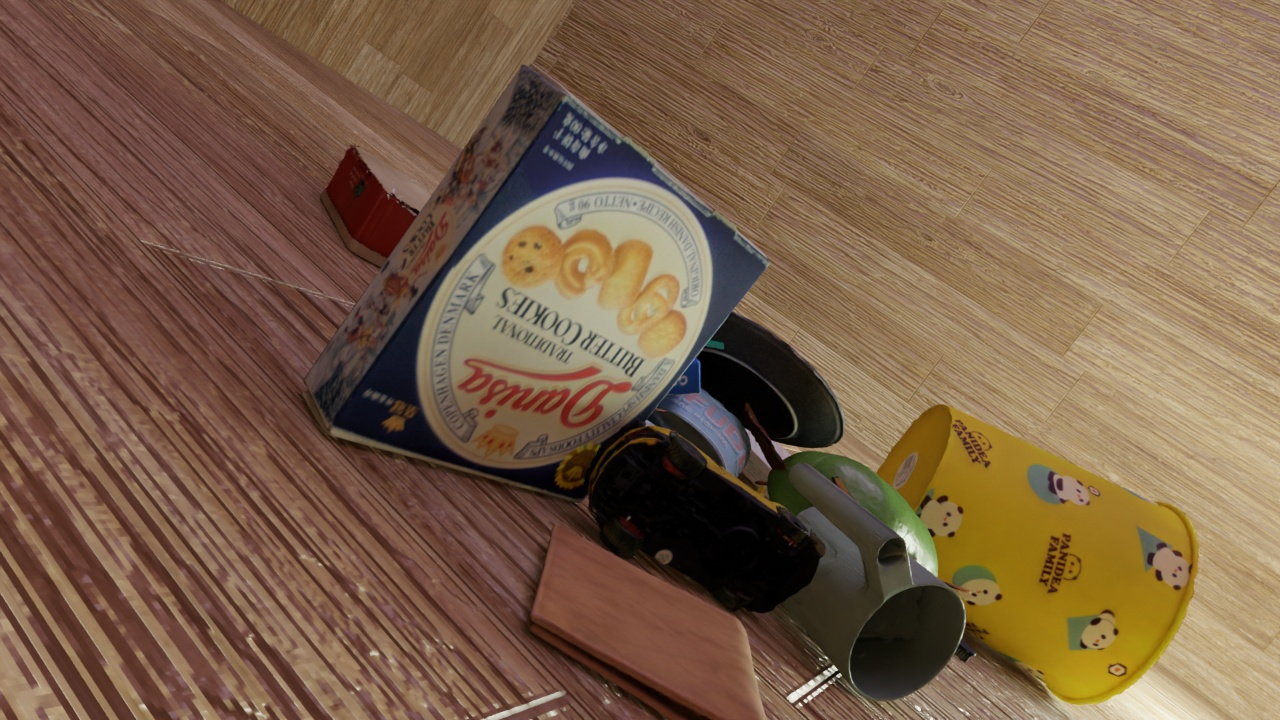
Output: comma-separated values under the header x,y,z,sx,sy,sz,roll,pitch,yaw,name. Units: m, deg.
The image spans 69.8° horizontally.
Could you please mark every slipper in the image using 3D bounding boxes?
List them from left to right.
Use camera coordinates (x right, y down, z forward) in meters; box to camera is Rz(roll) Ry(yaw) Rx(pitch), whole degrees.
x,y,z,sx,sy,sz,roll,pitch,yaw,name
0.044,0.063,0.746,0.104,0.074,0.245,38,6,11,slipper

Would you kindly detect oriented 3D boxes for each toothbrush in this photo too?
x,y,z,sx,sy,sz,roll,pitch,yaw,name
0.224,0.213,0.850,0.189,0.016,0.014,36,16,25,toothbrush

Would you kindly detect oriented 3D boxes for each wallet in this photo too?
x,y,z,sx,sy,sz,roll,pitch,yaw,name
0.004,0.121,0.407,0.115,0.020,0.101,32,8,-5,wallet

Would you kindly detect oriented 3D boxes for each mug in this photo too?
x,y,z,sx,sy,sz,roll,pitch,yaw,name
0.134,0.132,0.574,0.103,0.083,0.124,43,-27,60,mug

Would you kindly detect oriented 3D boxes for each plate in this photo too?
x,y,z,sx,sy,sz,roll,pitch,yaw,name
0.091,0.023,0.789,0.179,0.024,0.180,34,-21,15,plate

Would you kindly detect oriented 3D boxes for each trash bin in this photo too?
x,y,z,sx,sy,sz,roll,pitch,yaw,name
0.376,0.186,0.945,0.255,0.230,0.229,29,7,1,trash bin

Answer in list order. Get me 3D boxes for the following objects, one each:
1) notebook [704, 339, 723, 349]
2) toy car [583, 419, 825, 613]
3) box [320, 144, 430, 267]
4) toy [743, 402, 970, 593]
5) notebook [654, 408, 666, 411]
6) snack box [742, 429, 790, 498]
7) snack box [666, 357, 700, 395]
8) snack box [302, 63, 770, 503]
x,y,z,sx,sy,sz,roll,pitch,yaw,name
-0.061,-0.033,0.700,0.208,0.012,0.150,9,2,-35,notebook
0.037,0.094,0.527,0.156,0.071,0.041,34,11,-25,toy car
-0.220,-0.137,0.825,0.091,0.077,0.168,29,10,-36,box
0.173,0.134,0.756,0.246,0.090,0.227,42,-6,-38,toy
-0.016,0.014,0.913,0.148,0.008,0.207,46,6,36,notebook
0.107,0.083,0.919,0.157,0.027,0.084,46,18,-9,snack box
-0.004,0.004,0.717,0.084,0.026,0.157,-2,7,-4,snack box
-0.042,-0.022,0.464,0.177,0.182,0.046,27,13,-50,snack box
